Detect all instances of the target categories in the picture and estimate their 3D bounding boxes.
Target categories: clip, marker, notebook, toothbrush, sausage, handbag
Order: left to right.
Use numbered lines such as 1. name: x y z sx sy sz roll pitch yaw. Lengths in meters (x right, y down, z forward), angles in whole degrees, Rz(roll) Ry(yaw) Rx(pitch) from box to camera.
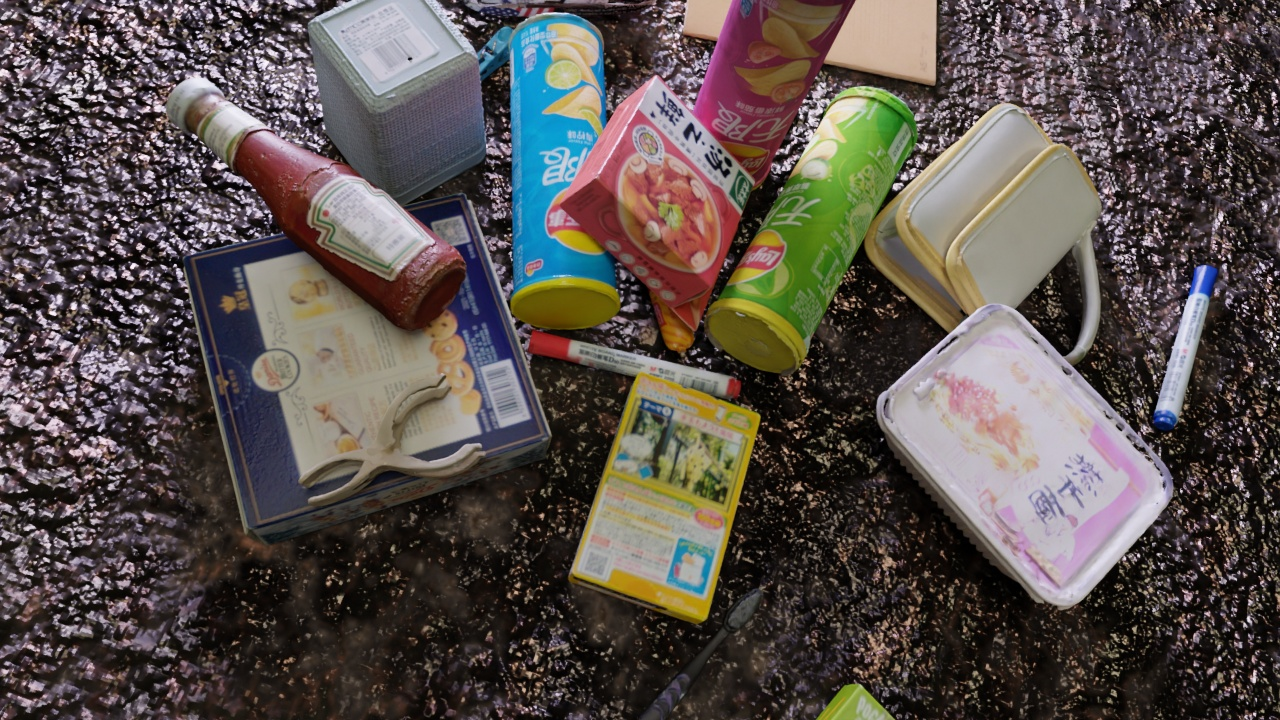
1. clip: -0.141 0.040 0.523 0.102 0.035 0.094 -3 75 -3
2. clip: -0.113 -0.222 0.680 0.015 0.049 0.056 40 78 4
3. marker: -0.004 0.004 0.617 0.145 0.017 0.017 13 68 -5
4. sausage: 0.007 -0.077 0.646 0.021 0.021 0.165 -13 72 -14
5. toothbrush: 0.013 0.206 0.546 0.014 0.017 0.188 43 71 7
6. notebook: 0.146 -0.310 0.761 0.211 0.012 0.149 10 70 -6
7. handbag: 0.278 -0.084 0.676 0.163 0.063 0.178 -43 85 -19
8. marker: 0.411 -0.011 0.691 0.017 0.017 0.145 28 68 1

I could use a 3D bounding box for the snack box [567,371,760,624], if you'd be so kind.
1. snack box: 0.017 0.086 0.582 0.087 0.034 0.140 19 70 -2

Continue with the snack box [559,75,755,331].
1. snack box: 0.023 -0.103 0.604 0.127 0.044 0.113 41 50 -22

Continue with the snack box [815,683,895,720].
1. snack box: 0.106 0.275 0.529 0.086 0.026 0.156 45 70 8

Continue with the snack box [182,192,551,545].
1. snack box: -0.170 -0.001 0.575 0.182 0.046 0.177 -16 73 -15

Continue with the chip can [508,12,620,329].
1. chip can: -0.054 -0.130 0.628 0.071 0.071 0.210 0 70 -10

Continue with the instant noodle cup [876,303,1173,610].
1. instant noodle cup: 0.245 0.064 0.613 0.137 0.060 0.173 -37 81 -20

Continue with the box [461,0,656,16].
1. box: -0.060 -0.299 0.698 0.164 0.060 0.071 -8 55 -12

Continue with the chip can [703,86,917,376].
1. chip can: 0.124 -0.097 0.645 0.072 0.073 0.220 31 68 2

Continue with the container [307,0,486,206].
1. container: -0.159 -0.178 0.606 0.090 0.112 0.090 -35 78 -19

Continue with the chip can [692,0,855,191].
1. chip can: 0.080 -0.192 0.598 0.071 0.211 0.071 3 69 -8

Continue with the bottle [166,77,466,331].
1. bottle: -0.198 -0.098 0.551 0.206 0.060 0.059 38 68 7
